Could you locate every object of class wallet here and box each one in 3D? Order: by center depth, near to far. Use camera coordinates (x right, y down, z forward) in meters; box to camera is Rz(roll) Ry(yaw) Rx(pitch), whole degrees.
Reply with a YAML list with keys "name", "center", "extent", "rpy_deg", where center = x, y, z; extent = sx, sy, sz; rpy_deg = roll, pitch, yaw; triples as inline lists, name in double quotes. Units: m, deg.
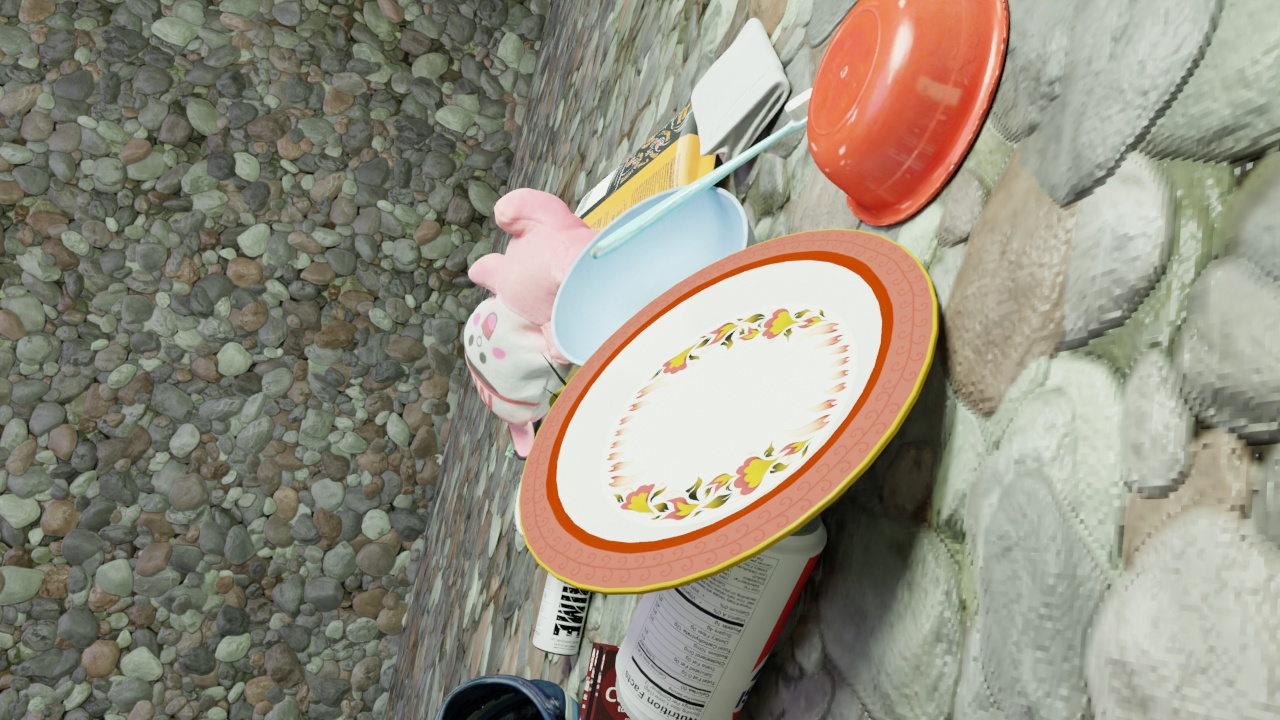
- name: "wallet"
  center: [0.077, -0.200, 0.694]
  extent: [0.086, 0.032, 0.116]
  rpy_deg: [-46, 29, 34]

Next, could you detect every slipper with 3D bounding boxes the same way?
- name: "slipper"
  center: [-0.101, 0.279, 0.687]
  extent: [0.105, 0.095, 0.253]
  rpy_deg: [-39, 4, -14]

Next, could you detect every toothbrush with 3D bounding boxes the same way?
- name: "toothbrush"
  center: [0.040, -0.116, 0.591]
  extent: [0.181, 0.016, 0.016]
  rpy_deg: [-32, 37, 18]

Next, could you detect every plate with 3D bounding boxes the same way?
- name: "plate"
  center: [0.038, 0.020, 0.449]
  extent: [0.230, 0.021, 0.229]
  rpy_deg: [-29, 30, 18]

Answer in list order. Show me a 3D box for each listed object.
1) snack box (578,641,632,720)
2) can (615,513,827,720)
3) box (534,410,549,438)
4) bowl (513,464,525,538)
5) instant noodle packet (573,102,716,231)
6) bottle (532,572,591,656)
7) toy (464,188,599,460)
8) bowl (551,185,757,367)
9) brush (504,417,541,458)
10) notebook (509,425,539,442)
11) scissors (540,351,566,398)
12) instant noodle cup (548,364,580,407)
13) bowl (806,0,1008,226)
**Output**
- name: "snack box"
  center: [-0.015, 0.252, 0.568]
  extent: [0.032, 0.051, 0.140]
  rpy_deg: [154, 129, -71]
- name: "can"
  center: [0.037, 0.122, 0.462]
  extent: [0.070, 0.070, 0.132]
  rpy_deg: [-107, 34, -63]
- name: "box"
  center: [-0.030, 0.018, 0.870]
  extent: [0.101, 0.103, 0.202]
  rpy_deg: [36, 118, 31]
- name: "bowl"
  center: [-0.050, 0.104, 0.767]
  extent: [0.117, 0.065, 0.116]
  rpy_deg: [-45, 31, 36]
- name: "instant noodle packet"
  center: [-0.006, -0.142, 0.807]
  extent: [0.221, 0.032, 0.159]
  rpy_deg: [-32, 33, 41]
- name: "bottle"
  center: [-0.063, 0.197, 0.809]
  extent: [0.041, 0.041, 0.116]
  rpy_deg: [169, 115, -73]
- name: "toy"
  center: [-0.091, -0.030, 0.773]
  extent: [0.142, 0.084, 0.214]
  rpy_deg: [48, 131, 33]
- name: "bowl"
  center: [0.022, -0.036, 0.609]
  extent: [0.151, 0.075, 0.150]
  rpy_deg: [-24, 43, 24]
- name: "brush"
  center: [-0.087, 0.042, 0.936]
  extent: [0.217, 0.012, 0.033]
  rpy_deg: [-50, -17, -64]
- name: "notebook"
  center: [-0.082, -0.003, 0.967]
  extent: [0.141, 0.008, 0.209]
  rpy_deg: [45, -120, -73]
- name: "scissors"
  center: [-0.009, 0.065, 0.604]
  extent: [0.012, 0.157, 0.169]
  rpy_deg: [-38, -19, 9]
- name: "instant noodle cup"
  center: [-0.004, 0.004, 0.693]
  extent: [0.102, 0.102, 0.108]
  rpy_deg: [-45, 23, 62]
- name: "bowl"
  center: [0.119, -0.134, 0.452]
  extent: [0.130, 0.045, 0.130]
  rpy_deg: [-166, 91, -74]
